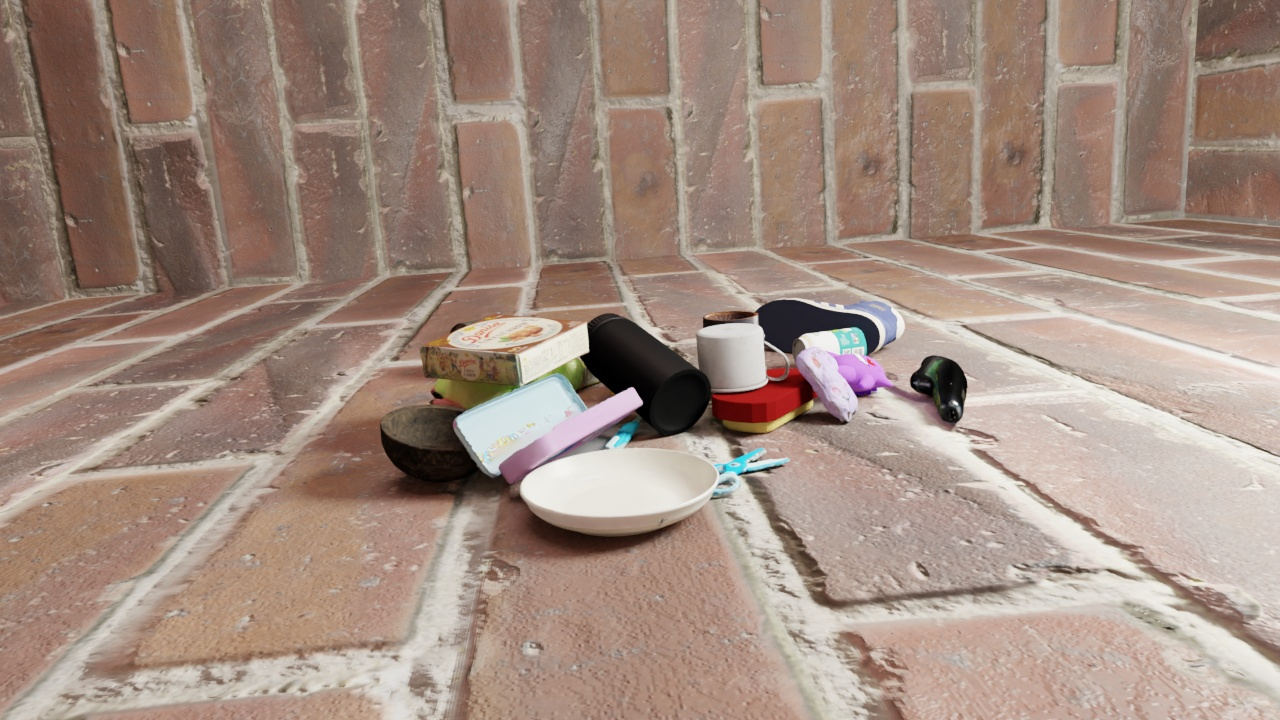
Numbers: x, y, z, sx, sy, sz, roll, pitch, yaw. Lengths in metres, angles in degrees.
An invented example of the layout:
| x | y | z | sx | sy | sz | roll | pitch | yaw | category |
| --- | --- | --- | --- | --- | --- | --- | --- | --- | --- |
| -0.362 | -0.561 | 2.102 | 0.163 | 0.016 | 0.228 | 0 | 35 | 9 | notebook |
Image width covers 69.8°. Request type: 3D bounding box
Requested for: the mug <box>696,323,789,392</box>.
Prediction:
| x | y | z | sx | sy | sz | roll | pitch | yaw | category |
| --- | --- | --- | --- | --- | --- | --- | --- | --- | --- |
| 0.123 | -0.005 | 1.107 | 0.113 | 0.070 | 0.084 | -7 | 13 | -6 | mug |

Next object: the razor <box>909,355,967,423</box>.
| x | y | z | sx | sy | sz | roll | pitch | yaw | category |
| --- | --- | --- | --- | --- | --- | --- | --- | --- | --- |
| 0.361 | 0.039 | 1.106 | 0.067 | 0.054 | 0.151 | -11 | 17 | 18 | razor |

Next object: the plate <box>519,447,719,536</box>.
| x | y | z | sx | sy | sz | roll | pitch | yaw | category |
| --- | --- | --- | --- | --- | --- | --- | --- | --- | --- |
| -0.018 | 0.124 | 0.844 | 0.182 | 0.034 | 0.182 | -4 | 12 | 1 | plate |

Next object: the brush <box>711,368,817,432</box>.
| x | y | z | sx | sy | sz | roll | pitch | yaw | category |
| --- | --- | --- | --- | --- | --- | --- | --- | --- | --- |
| 0.156 | 0.049 | 1.116 | 0.082 | 0.042 | 0.173 | 5 | 15 | 35 | brush |

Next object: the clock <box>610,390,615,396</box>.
| x | y | z | sx | sy | sz | roll | pitch | yaw | category |
| --- | --- | --- | --- | --- | --- | --- | --- | --- | --- |
| -0.011 | 0.005 | 1.267 | 0.057 | 0.083 | 0.118 | -7 | 25 | 13 | clock |

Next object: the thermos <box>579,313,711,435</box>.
| x | y | z | sx | sy | sz | roll | pitch | yaw | category |
| --- | --- | --- | --- | --- | --- | --- | --- | --- | --- |
| -0.007 | 0.007 | 1.129 | 0.086 | 0.086 | 0.198 | -11 | 31 | -31 | thermos |

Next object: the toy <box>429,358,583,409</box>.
| x | y | z | sx | sy | sz | roll | pitch | yaw | category |
| --- | --- | --- | --- | --- | --- | --- | --- | --- | --- |
| -0.173 | 0.034 | 1.171 | 0.196 | 0.107 | 0.150 | -16 | 28 | -14 | toy |

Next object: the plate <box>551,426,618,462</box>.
| x | y | z | sx | sy | sz | roll | pitch | yaw | category |
| --- | --- | --- | --- | --- | --- | --- | --- | --- | --- |
| -0.115 | 0.088 | 1.087 | 0.178 | 0.012 | 0.178 | -4 | 12 | 1 | plate |

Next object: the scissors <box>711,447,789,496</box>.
| x | y | z | sx | sy | sz | roll | pitch | yaw | category |
| --- | --- | --- | --- | --- | --- | --- | --- | --- | --- |
| 0.084 | 0.109 | 0.938 | 0.118 | 0.013 | 0.139 | 4 | 17 | 37 | scissors |

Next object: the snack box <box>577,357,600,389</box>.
| x | y | z | sx | sy | sz | roll | pitch | yaw | category |
| --- | --- | --- | --- | --- | --- | --- | --- | --- | --- |
| -0.105 | 0.008 | 1.374 | 0.121 | 0.045 | 0.180 | 5 | 14 | 35 | snack box |

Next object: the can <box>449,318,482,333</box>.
| x | y | z | sx | sy | sz | roll | pitch | yaw | category |
| --- | --- | --- | --- | --- | --- | --- | --- | --- | --- |
| -0.248 | -0.021 | 1.446 | 0.090 | 0.090 | 0.074 | 7 | 17 | 41 | can |

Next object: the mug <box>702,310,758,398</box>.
| x | y | z | sx | sy | sz | roll | pitch | yaw | category |
| --- | --- | --- | --- | --- | --- | --- | --- | --- | --- |
| 0.114 | -0.004 | 1.218 | 0.080 | 0.107 | 0.115 | 3 | 14 | 29 | mug |

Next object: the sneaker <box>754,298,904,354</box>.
| x | y | z | sx | sy | sz | roll | pitch | yaw | category |
| --- | --- | --- | --- | --- | --- | --- | --- | --- | --- |
| 0.307 | -0.062 | 1.471 | 0.233 | 0.091 | 0.118 | 5 | 16 | 42 | sneaker |

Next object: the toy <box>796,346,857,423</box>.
| x | y | z | sx | sy | sz | roll | pitch | yaw | category |
| --- | --- | --- | --- | --- | --- | --- | --- | --- | --- |
| 0.228 | 0.026 | 1.103 | 0.037 | 0.099 | 0.080 | -40 | -6 | 30 | toy |

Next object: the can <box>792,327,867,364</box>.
| x | y | z | sx | sy | sz | roll | pitch | yaw | category |
| --- | --- | --- | --- | --- | --- | --- | --- | --- | --- |
| 0.279 | -0.016 | 1.350 | 0.101 | 0.055 | 0.055 | -8 | 13 | -17 | can |

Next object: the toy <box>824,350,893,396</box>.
| x | y | z | sx | sy | sz | roll | pitch | yaw | category |
| --- | --- | --- | --- | --- | --- | --- | --- | --- | --- |
| 0.276 | 0.019 | 1.192 | 0.088 | 0.056 | 0.106 | -2 | 22 | -9 | toy |

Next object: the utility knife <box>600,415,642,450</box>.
| x | y | z | sx | sy | sz | roll | pitch | yaw | category |
| --- | --- | --- | --- | --- | --- | --- | --- | --- | --- |
| -0.012 | 0.081 | 1.079 | 0.022 | 0.015 | 0.166 | 1 | 15 | 18 | utility knife |

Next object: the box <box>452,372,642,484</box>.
| x | y | z | sx | sy | sz | roll | pitch | yaw | category |
| --- | --- | --- | --- | --- | --- | --- | --- | --- | --- |
| -0.093 | 0.053 | 0.976 | 0.090 | 0.091 | 0.213 | -37 | -6 | 28 | box |

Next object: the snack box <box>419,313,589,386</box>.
| x | y | z | sx | sy | sz | roll | pitch | yaw | category |
| --- | --- | --- | --- | --- | --- | --- | --- | --- | --- |
| -0.159 | -0.014 | 1.088 | 0.147 | 0.041 | 0.142 | 5 | 20 | 30 | snack box |

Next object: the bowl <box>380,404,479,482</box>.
| x | y | z | sx | sy | sz | roll | pitch | yaw | category |
| --- | --- | --- | --- | --- | --- | --- | --- | --- | --- |
| -0.215 | 0.095 | 0.973 | 0.121 | 0.056 | 0.121 | 8 | 17 | -3 | bowl |
